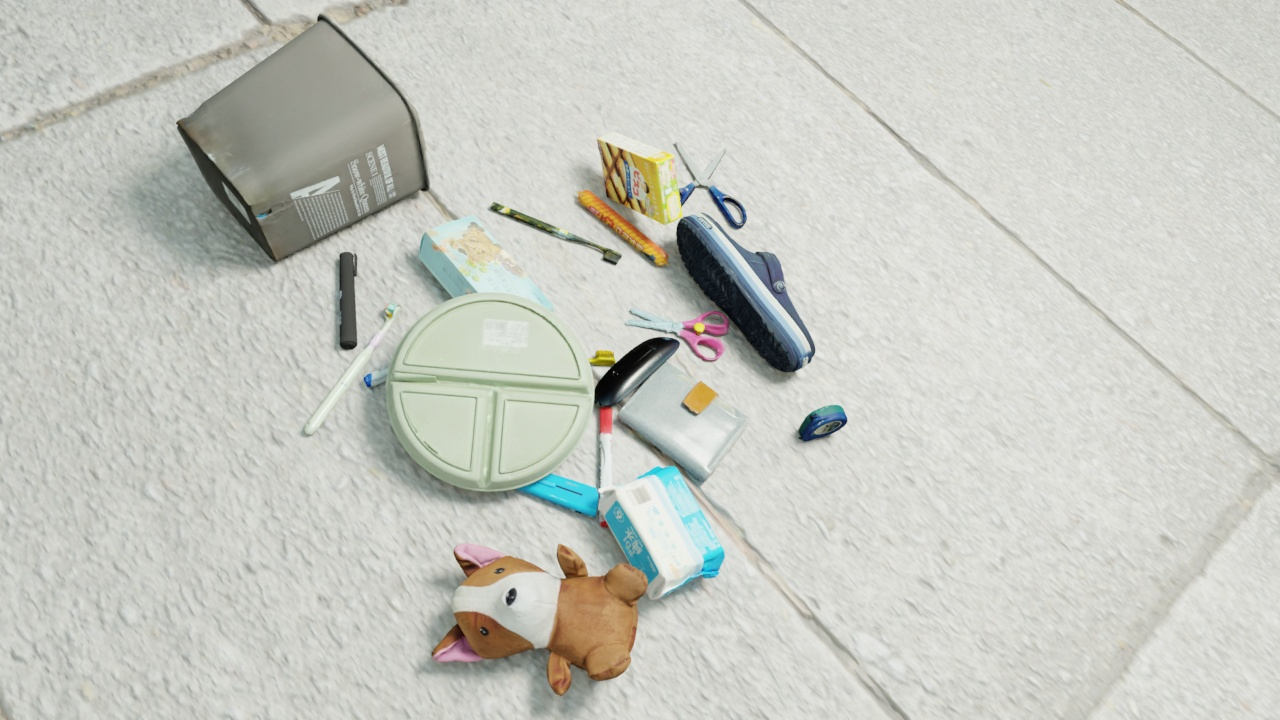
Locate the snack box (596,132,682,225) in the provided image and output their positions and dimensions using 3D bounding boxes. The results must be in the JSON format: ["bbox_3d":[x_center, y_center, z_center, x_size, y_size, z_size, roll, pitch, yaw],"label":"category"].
[{"bbox_3d":[-0.002,-0.238,1.194,0.033,0.087,0.140,-29,38,-25],"label":"snack box"}]

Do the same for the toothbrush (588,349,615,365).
[{"bbox_3d":[-0.124,-0.004,1.109,0.190,0.016,0.016,1,55,-11],"label":"toothbrush"}]

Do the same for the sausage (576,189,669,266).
[{"bbox_3d":[-0.024,-0.178,1.226,0.165,0.021,0.021,40,60,13],"label":"sausage"}]

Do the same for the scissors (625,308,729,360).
[{"bbox_3d":[0.045,-0.033,1.163,0.137,0.017,0.076,5,68,-4],"label":"scissors"}]

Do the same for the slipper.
[{"bbox_3d":[0.143,-0.101,1.165,0.095,0.105,0.252,-31,73,-18],"label":"slipper"}]

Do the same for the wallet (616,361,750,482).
[{"bbox_3d":[0.054,0.067,1.092,0.130,0.037,0.106,36,61,10],"label":"wallet"}]

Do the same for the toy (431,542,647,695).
[{"bbox_3d":[-0.100,0.252,0.911,0.199,0.131,0.140,10,64,5],"label":"toy"}]

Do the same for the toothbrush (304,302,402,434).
[{"bbox_3d":[-0.331,0.007,1.058,0.020,0.029,0.189,47,54,-31],"label":"toothbrush"}]

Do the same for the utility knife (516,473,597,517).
[{"bbox_3d":[-0.133,0.131,1.027,0.185,0.018,0.034,19,59,1],"label":"utility knife"}]

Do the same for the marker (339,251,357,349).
[{"bbox_3d":[-0.350,-0.073,1.100,0.022,0.020,0.131,-8,61,-6],"label":"marker"}]

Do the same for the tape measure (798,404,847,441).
[{"bbox_3d":[0.221,0.073,1.110,0.054,0.058,0.025,-13,64,-16],"label":"tape measure"}]

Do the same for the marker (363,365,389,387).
[{"bbox_3d":[-0.255,-0.004,1.081,0.145,0.017,0.017,-26,68,-24],"label":"marker"}]

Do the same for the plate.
[{"bbox_3d":[-0.164,0.029,1.013,0.230,0.027,0.230,3,75,-11],"label":"plate"}]

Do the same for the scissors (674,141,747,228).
[{"bbox_3d":[0.085,-0.244,1.293,0.162,0.012,0.176,-32,70,-25],"label":"scissors"}]

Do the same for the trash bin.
[{"bbox_3d":[-0.400,-0.254,1.103,0.219,0.199,0.198,-40,75,-21],"label":"trash bin"}]

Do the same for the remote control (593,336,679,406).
[{"bbox_3d":[-0.007,0.006,1.109,0.053,0.024,0.136,16,47,45],"label":"remote control"}]

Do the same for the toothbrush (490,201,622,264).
[{"bbox_3d":[-0.112,-0.168,1.208,0.186,0.012,0.017,23,69,2],"label":"toothbrush"}]

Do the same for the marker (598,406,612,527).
[{"bbox_3d":[-0.040,0.120,1.053,0.017,0.017,0.145,4,60,-9],"label":"marker"}]

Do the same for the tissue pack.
[{"bbox_3d":[0.022,0.184,0.996,0.089,0.063,0.140,-17,65,-35],"label":"tissue pack"}]

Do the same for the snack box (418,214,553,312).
[{"bbox_3d":[-0.189,-0.097,1.120,0.074,0.052,0.175,-28,68,-39],"label":"snack box"}]
